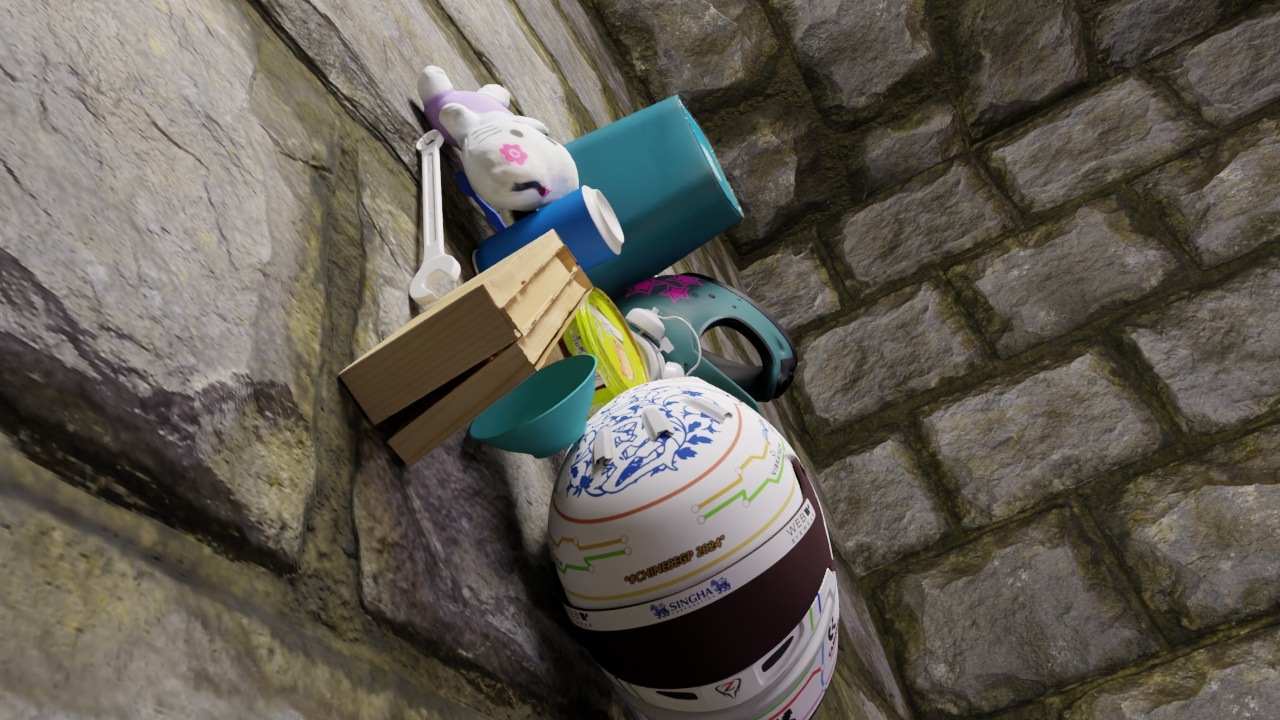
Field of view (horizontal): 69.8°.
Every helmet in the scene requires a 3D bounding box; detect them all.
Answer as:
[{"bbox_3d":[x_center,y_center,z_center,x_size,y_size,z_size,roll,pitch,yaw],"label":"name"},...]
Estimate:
[{"bbox_3d":[0.063,0.010,1.167,0.275,0.199,0.177,30,-43,23],"label":"helmet"},{"bbox_3d":[0.035,0.145,0.779,0.314,0.231,0.236,-102,167,-65],"label":"helmet"}]

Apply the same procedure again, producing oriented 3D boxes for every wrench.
[{"bbox_3d":[-0.195,-0.143,0.858,0.009,0.047,0.273,52,15,-41],"label":"wrench"}]

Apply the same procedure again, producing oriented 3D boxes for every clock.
[{"bbox_3d":[-0.006,0.006,1.061,0.061,0.159,0.120,43,23,-77],"label":"clock"}]

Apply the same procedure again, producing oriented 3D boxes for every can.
[{"bbox_3d":[-0.095,-0.118,0.959,0.079,0.146,0.078,58,14,-24],"label":"can"}]

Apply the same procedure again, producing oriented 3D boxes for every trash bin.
[{"bbox_3d":[-0.003,-0.212,1.198,0.196,0.219,0.199,67,14,14],"label":"trash bin"}]

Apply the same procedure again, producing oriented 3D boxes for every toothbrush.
[{"bbox_3d":[-0.161,-0.153,1.072,0.187,0.016,0.011,53,15,-47],"label":"toothbrush"}]

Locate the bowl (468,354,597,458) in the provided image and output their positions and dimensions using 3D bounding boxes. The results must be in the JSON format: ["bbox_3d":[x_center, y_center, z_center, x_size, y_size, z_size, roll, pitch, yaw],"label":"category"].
[{"bbox_3d":[-0.079,0.047,0.765,0.046,0.121,0.121,60,14,-18],"label":"bowl"}]

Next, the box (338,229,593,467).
[{"bbox_3d":[-0.119,-0.022,0.726,0.092,0.128,0.248,61,13,-13],"label":"box"}]

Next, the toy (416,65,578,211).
[{"bbox_3d":[-0.159,-0.232,0.984,0.137,0.086,0.209,2,39,-48],"label":"toy"}]

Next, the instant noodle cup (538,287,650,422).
[{"bbox_3d":[-0.062,0.003,0.970,0.146,0.098,0.146,57,16,-26],"label":"instant noodle cup"}]

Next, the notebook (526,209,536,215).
[{"bbox_3d":[-0.110,-0.200,1.316,0.215,0.034,0.190,44,24,-56],"label":"notebook"}]
